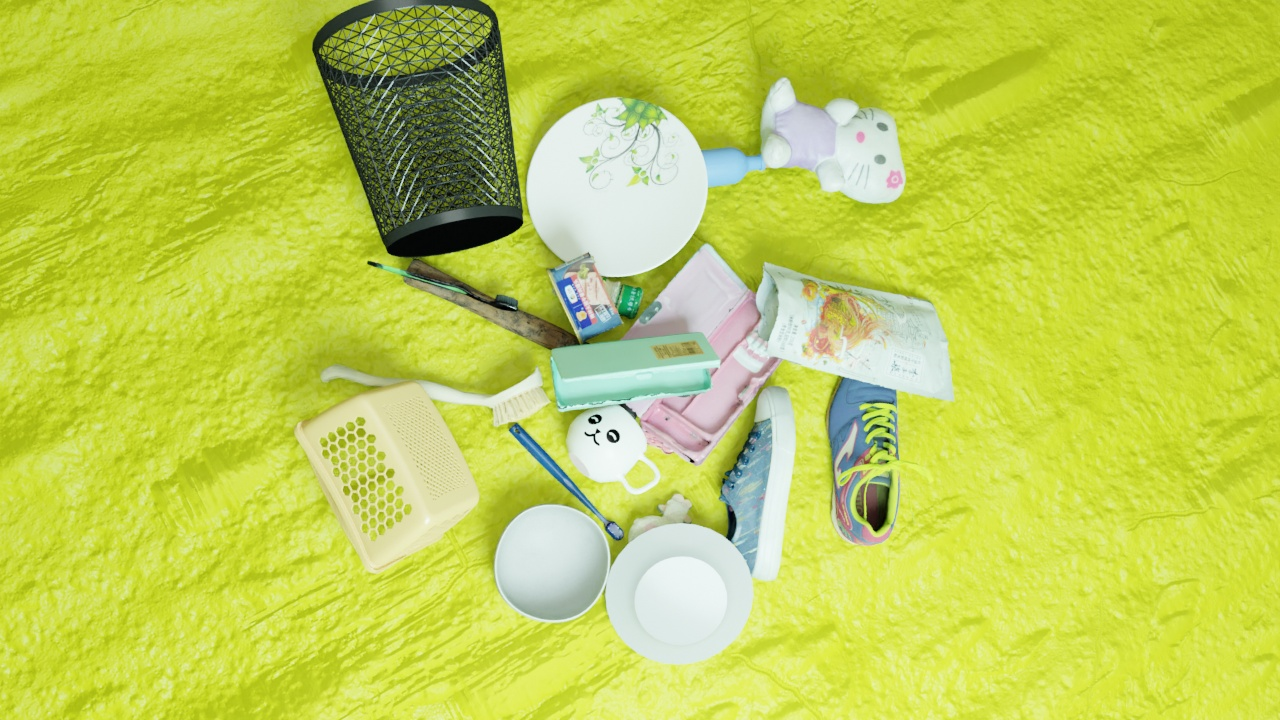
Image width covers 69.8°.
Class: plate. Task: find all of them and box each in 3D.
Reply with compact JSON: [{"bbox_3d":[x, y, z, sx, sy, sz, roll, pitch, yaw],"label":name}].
[{"bbox_3d":[-0.029,-0.218,1.168,0.229,0.030,0.229,0,86,6],"label":"plate"},{"bbox_3d":[0.047,0.276,1.066,0.173,0.019,0.173,0,98,-2],"label":"plate"}]

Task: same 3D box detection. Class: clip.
[{"bbox_3d":[0.018,0.099,1.130,0.057,0.035,0.022,19,80,1],"label":"clip"}]

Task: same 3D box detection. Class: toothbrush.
[{"bbox_3d":[-0.236,-0.092,1.105,0.188,0.014,0.017,17,58,-4],"label":"toothbrush"},{"bbox_3d":[-0.088,0.146,1.104,0.190,0.017,0.016,45,75,2],"label":"toothbrush"}]

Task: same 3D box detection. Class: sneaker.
[{"bbox_3d":[0.136,0.143,1.107,0.079,0.087,0.235,7,81,-1],"label":"sneaker"},{"bbox_3d":[0.293,0.106,1.131,0.116,0.091,0.241,6,77,-5],"label":"sneaker"}]

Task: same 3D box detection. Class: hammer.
[{"bbox_3d":[-0.132,-0.048,1.133,0.330,0.033,0.119,26,72,-2],"label":"hammer"}]

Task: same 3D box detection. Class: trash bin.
[{"bbox_3d":[-0.244,-0.261,1.075,0.216,0.217,0.243,-14,87,-11],"label":"trash bin"}]

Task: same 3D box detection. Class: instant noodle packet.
[{"bbox_3d":[0.274,-0.039,1.143,0.269,0.057,0.146,11,61,-19],"label":"instant noodle packet"}]

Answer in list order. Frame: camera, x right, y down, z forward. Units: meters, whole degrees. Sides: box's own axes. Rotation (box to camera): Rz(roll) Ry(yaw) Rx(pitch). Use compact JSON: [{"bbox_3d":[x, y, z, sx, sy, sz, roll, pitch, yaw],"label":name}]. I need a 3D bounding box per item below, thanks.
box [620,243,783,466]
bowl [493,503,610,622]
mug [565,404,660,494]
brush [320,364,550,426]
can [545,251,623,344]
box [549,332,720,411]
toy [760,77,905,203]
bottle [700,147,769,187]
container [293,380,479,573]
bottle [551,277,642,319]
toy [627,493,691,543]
[{"bbox_3d":[0.073,-0.007,1.132,0.180,0.055,0.232,42,70,1],"label":"box"},{"bbox_3d":[-0.103,0.233,1.060,0.131,0.064,0.131,2,78,-8],"label":"bowl"},{"bbox_3d":[-0.032,0.110,1.077,0.076,0.090,0.124,-39,68,-22],"label":"mug"},{"bbox_3d":[-0.242,0.033,1.090,0.272,0.062,0.077,5,73,-3],"label":"brush"},{"bbox_3d":[-0.066,-0.075,1.095,0.059,0.054,0.100,-26,91,-3],"label":"can"},{"bbox_3d":[-0.006,0.003,1.045,0.188,0.079,0.077,-6,74,-13],"label":"box"},{"bbox_3d":[0.248,-0.275,1.192,0.209,0.086,0.137,11,74,-20],"label":"toy"},{"bbox_3d":[0.107,-0.253,1.198,0.131,0.048,0.048,-9,80,-10],"label":"bottle"},{"bbox_3d":[-0.293,0.132,1.030,0.167,0.129,0.183,-34,83,28],"label":"container"},{"bbox_3d":[-0.054,-0.085,1.143,0.110,0.043,0.042,15,77,-4],"label":"bottle"},{"bbox_3d":[0.029,0.215,1.094,0.087,0.050,0.112,25,89,-4],"label":"toy"}]
